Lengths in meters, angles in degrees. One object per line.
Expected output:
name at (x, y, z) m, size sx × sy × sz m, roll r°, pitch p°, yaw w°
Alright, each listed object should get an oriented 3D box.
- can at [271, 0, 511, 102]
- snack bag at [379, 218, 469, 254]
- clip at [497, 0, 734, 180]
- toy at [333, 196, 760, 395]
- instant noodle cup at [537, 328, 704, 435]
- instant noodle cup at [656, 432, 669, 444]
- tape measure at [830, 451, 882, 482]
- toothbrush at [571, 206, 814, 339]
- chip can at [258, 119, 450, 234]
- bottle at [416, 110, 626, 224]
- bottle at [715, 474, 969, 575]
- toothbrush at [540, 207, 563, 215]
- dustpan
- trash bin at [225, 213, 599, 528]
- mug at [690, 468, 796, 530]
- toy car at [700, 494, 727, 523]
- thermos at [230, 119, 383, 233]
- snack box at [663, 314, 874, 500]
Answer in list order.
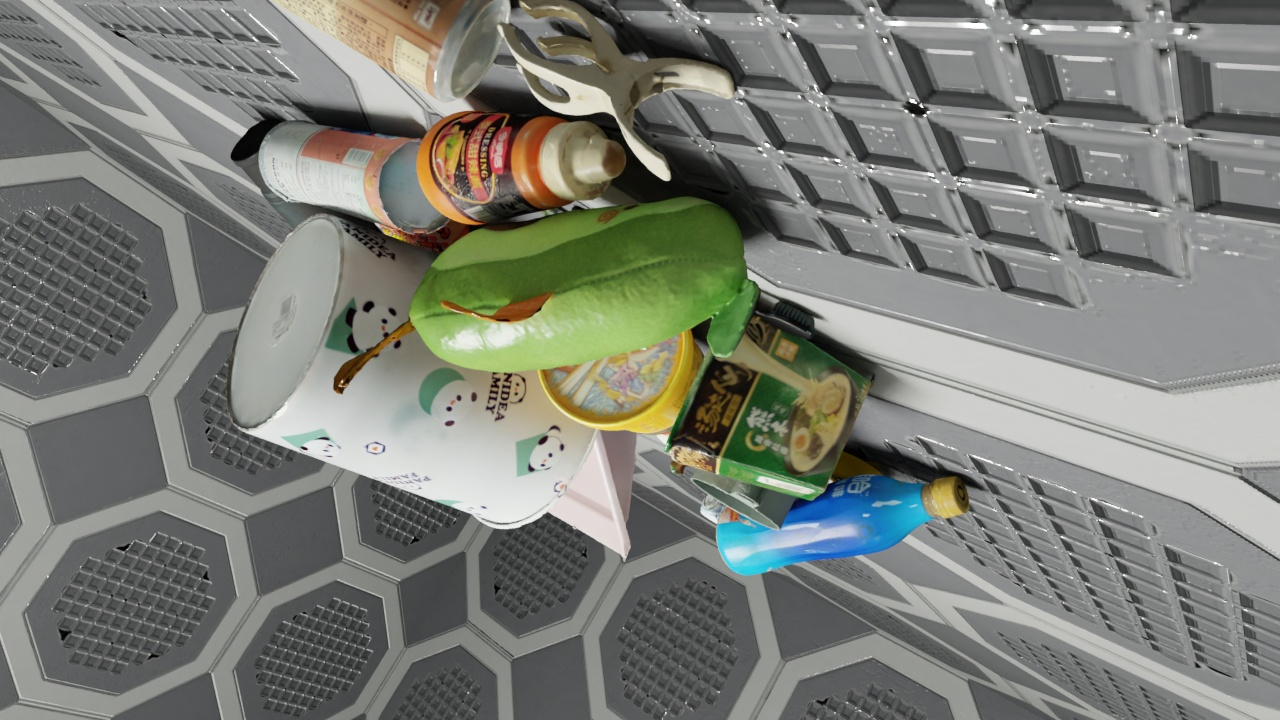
can at (-0.119, -0.166, 0.400) m, size 0.116 × 0.058 × 0.058 m, roll 31°, pitch 169°, yaw 1°
snack bag at (-0.200, -0.106, 0.905) m, size 0.128 × 0.073 × 0.208 m, roll 28°, pitch 162°, yaw 16°
clip at (-0.014, -0.119, 0.384) m, size 0.100 × 0.070 × 0.034 m, roll 34°, pitch 170°, yaw 22°
toy at (-0.049, -0.039, 0.520) m, size 0.247 × 0.090 × 0.226 m, roll -9°, pitch -168°, yaw 24°
instant noodle cup at (-0.004, 0.004, 0.720) m, size 0.118 × 0.118 × 0.114 m, roll 26°, pitch 176°, yaw 24°
instant noodle cup at (0.111, 0.091, 0.911) m, size 0.194 × 0.065 × 0.194 m, roll 29°, pitch 169°, yaw 6°
tape measure at (0.193, 0.101, 0.826) m, size 0.060 × 0.029 × 0.057 m, roll 39°, pitch 167°, yaw -37°
toothbrush at (0.031, -0.062, 0.594) m, size 0.189 × 0.016 × 0.014 m, roll 30°, pitch 158°, yaw 21°
chip can at (-0.228, -0.149, 0.731) m, size 0.215 × 0.071 × 0.071 m, roll 20°, pitch 165°, yaw 45°
bottle at (-0.064, -0.109, 0.512) m, size 0.150 × 0.066 × 0.066 m, roll 9°, pitch 157°, yaw 45°
bottle at (0.166, 0.135, 0.771) m, size 0.219 × 0.065 × 0.065 m, roll -20°, pitch 135°, yaw 38°
toothbrush at (-0.048, -0.091, 0.647) m, size 0.186 × 0.017 × 0.012 m, roll 31°, pitch 162°, yaw -3°
dustpan at (-0.111, 0.088, 1.136) m, size 0.138 × 0.273 × 0.223 m, roll 8°, pitch -177°, yaw -38°
trash bin at (-0.193, 0.008, 0.794) m, size 0.251 × 0.229 × 0.230 m, roll 24°, pitch 176°, yaw -40°
mug at (0.104, 0.072, 0.744) m, size 0.083 × 0.103 × 0.124 m, roll 30°, pitch 168°, yaw 4°
toy car at (0.096, 0.157, 0.904) m, size 0.043 × 0.034 × 0.091 m, roll 35°, pitch 162°, yaw -33°
thermos at (-0.314, -0.144, 0.954) m, size 0.242 × 0.068 × 0.089 m, roll 57°, pitch -169°, yaw -43°
snack box at (0.088, 0.039, 0.619) m, size 0.105 × 0.117 × 0.118 m, roll 24°, pitch 171°, yaw 11°
